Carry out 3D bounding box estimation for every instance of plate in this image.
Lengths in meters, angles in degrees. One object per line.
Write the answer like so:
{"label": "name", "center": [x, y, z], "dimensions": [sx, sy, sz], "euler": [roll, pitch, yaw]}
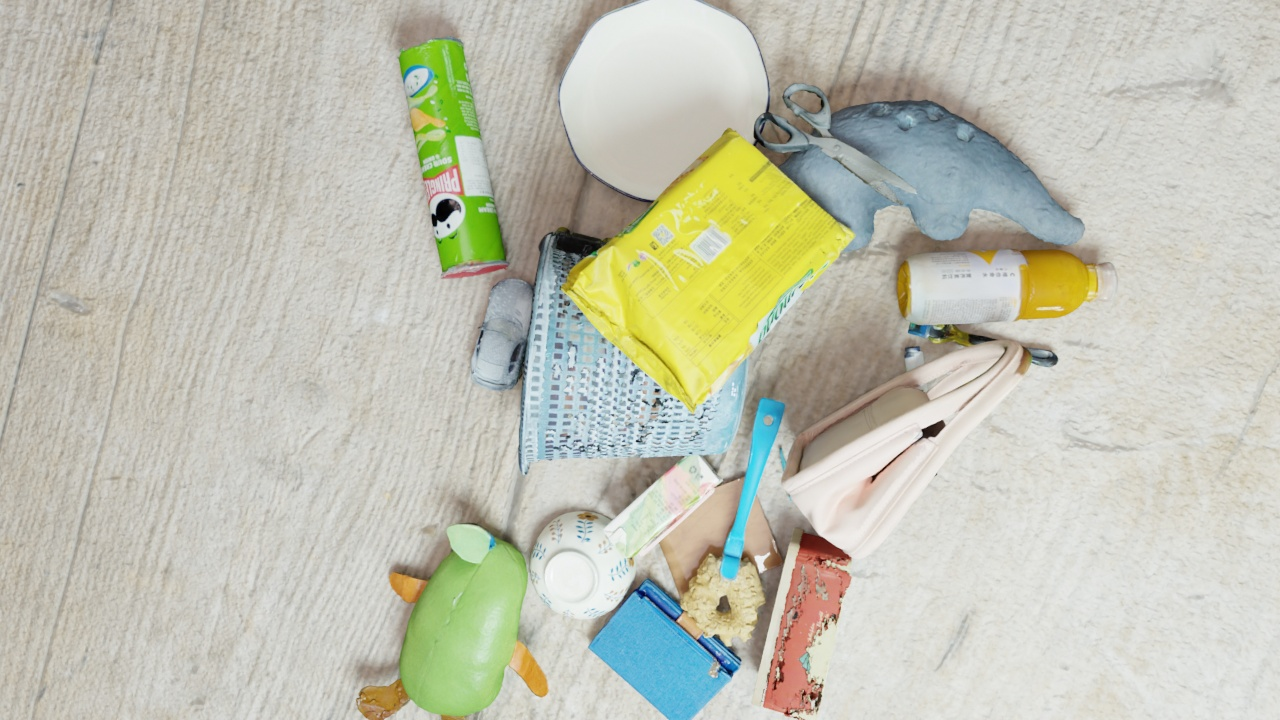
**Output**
{"label": "plate", "center": [0.024, -0.254, 0.906], "dimensions": [0.205, 0.045, 0.205], "euler": [0, 89, 9]}

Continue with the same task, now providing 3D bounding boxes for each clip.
{"label": "clip", "center": [0.155, 0.115, 0.931], "dimensions": [0.041, 0.014, 0.056], "euler": [-6, 91, 11]}

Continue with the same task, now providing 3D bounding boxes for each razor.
{"label": "razor", "center": [0.330, -0.019, 0.887], "dimensions": [0.143, 0.022, 0.042], "euler": [18, 61, 8]}

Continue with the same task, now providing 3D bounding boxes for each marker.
{"label": "marker", "center": [0.275, 0.051, 0.903], "dimensions": [0.023, 0.018, 0.130], "euler": [-8, 93, 20]}

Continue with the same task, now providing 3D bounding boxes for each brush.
{"label": "brush", "center": [0.101, 0.162, 0.908], "dimensions": [0.083, 0.045, 0.255], "euler": [14, 98, 7]}

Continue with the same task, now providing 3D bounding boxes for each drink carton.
{"label": "drink carton", "center": [0.025, 0.146, 0.919], "dimensions": [0.122, 0.053, 0.045], "euler": [-42, 77, 2]}

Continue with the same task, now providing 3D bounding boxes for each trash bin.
{"label": "trash bin", "center": [-0.005, 0.005, 0.868], "dimensions": [0.195, 0.226, 0.226], "euler": [7, 95, -3]}

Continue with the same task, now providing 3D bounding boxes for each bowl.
{"label": "bowl", "center": [-0.065, 0.218, 0.954], "dimensions": [0.113, 0.062, 0.113], "euler": [0, 92, 10]}

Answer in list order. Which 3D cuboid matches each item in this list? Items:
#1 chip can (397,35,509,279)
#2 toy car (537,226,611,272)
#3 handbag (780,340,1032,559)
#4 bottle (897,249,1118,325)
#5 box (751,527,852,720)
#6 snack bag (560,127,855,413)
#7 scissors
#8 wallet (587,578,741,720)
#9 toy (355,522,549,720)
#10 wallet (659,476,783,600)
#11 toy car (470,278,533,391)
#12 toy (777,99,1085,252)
{"label": "chip can", "center": [-0.192, -0.205, 0.944], "dimensions": [0.072, 0.072, 0.236], "euler": [-11, 91, 11]}
{"label": "toy car", "center": [-0.061, -0.106, 0.941], "dimensions": [0.090, 0.042, 0.035], "euler": [16, 141, 8]}
{"label": "handbag", "center": [0.241, 0.058, 0.816], "dimensions": [0.234, 0.193, 0.093], "euler": [-41, 89, 14]}
{"label": "bottle", "center": [0.340, -0.070, 0.855], "dimensions": [0.189, 0.068, 0.068], "euler": [-2, 93, 5]}
{"label": "box", "center": [0.168, 0.260, 0.899], "dimensions": [0.079, 0.091, 0.168], "euler": [13, 96, 13]}
{"label": "snack bag", "center": [0.062, -0.086, 0.783], "dimensions": [0.158, 0.068, 0.245], "euler": [43, 63, 2]}
{"label": "scissors", "center": [0.167, -0.184, 0.818], "dimensions": [0.145, 0.014, 0.172], "euler": [-13, 64, 20]}
{"label": "wallet", "center": [0.024, 0.305, 0.956], "dimensions": [0.133, 0.040, 0.106], "euler": [40, 108, 5]}
{"label": "toy", "center": [-0.190, 0.294, 0.968], "dimensions": [0.227, 0.090, 0.247], "euler": [26, 94, 19]}
{"label": "wallet", "center": [0.077, 0.184, 0.948], "dimensions": [0.115, 0.020, 0.101], "euler": [-21, 89, 8]}
{"label": "toy car", "center": [-0.143, -0.027, 0.965], "dimensions": [0.054, 0.036, 0.120], "euler": [17, 94, 9]}
{"label": "toy", "center": [0.232, -0.173, 0.861], "dimensions": [0.356, 0.091, 0.138], "euler": [1, 103, 9]}
